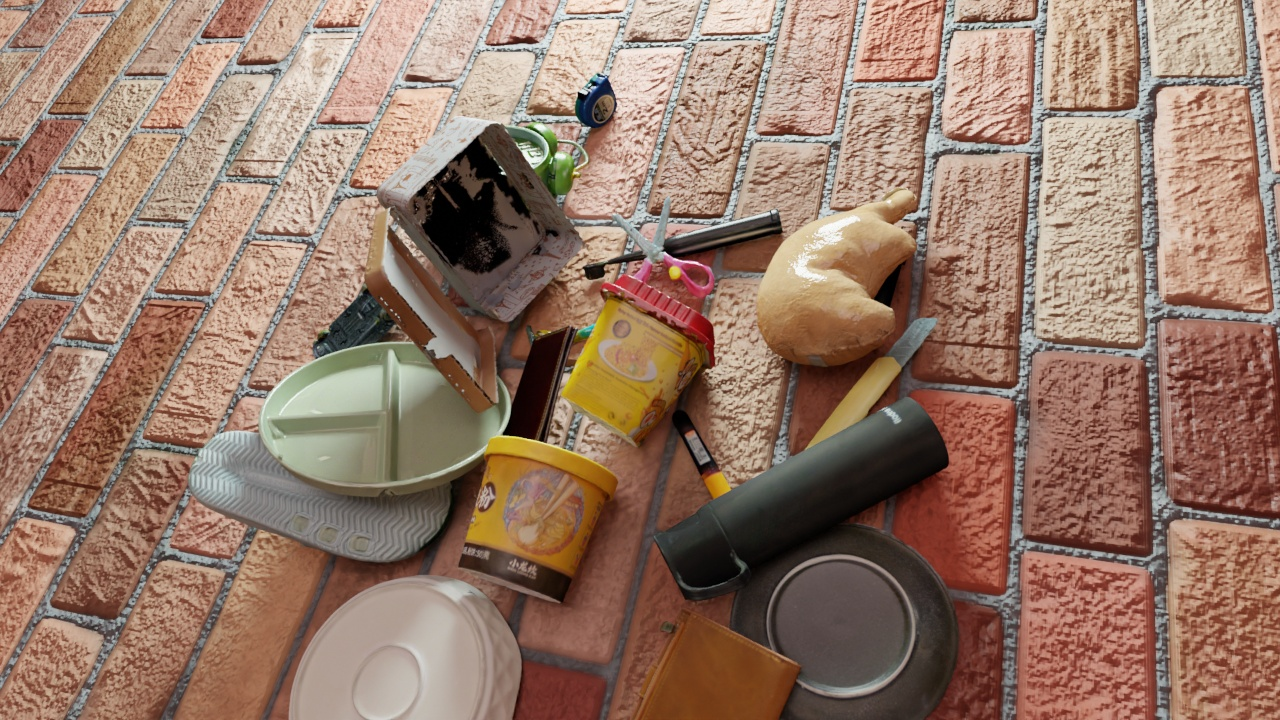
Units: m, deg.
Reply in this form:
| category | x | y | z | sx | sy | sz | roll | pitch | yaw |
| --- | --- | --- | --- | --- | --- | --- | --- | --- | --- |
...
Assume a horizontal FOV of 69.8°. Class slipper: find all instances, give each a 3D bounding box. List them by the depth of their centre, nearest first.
| category | x | y | z | sx | sy | sz | roll | pitch | yaw |
| --- | --- | --- | --- | --- | --- | --- | --- | --- | --- |
| slipper | -0.299 | 0.130 | 0.864 | 0.245 | 0.074 | 0.103 | 12 | 66 | 3 |

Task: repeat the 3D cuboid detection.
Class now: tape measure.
| category | x | y | z | sx | sy | sz | roll | pitch | yaw |
| --- | --- | --- | --- | --- | --- | --- | --- | --- | --- |
| tape measure | -0.054 | -0.304 | 1.082 | 0.025 | 0.058 | 0.054 | 37 | 78 | 31 |

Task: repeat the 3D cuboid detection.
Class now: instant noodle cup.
| category | x | y | z | sx | sy | sz | roll | pitch | yaw |
| --- | --- | --- | --- | --- | --- | --- | --- | --- | --- |
| instant noodle cup | -0.092 | 0.138 | 0.784 | 0.118 | 0.118 | 0.114 | 11 | 71 | 21 |
| instant noodle cup | -0.005 | 0.005 | 0.840 | 0.116 | 0.116 | 0.123 | 30 | 82 | 12 |

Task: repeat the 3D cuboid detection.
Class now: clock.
| category | x | y | z | sx | sy | sz | roll | pitch | yaw |
| --- | --- | --- | --- | --- | --- | --- | --- | --- | --- |
| clock | -0.137 | -0.218 | 1.037 | 0.161 | 0.056 | 0.116 | -17 | 50 | -19 |

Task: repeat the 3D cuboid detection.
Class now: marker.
| category | x | y | z | sx | sy | sz | roll | pitch | yaw |
| --- | --- | --- | --- | --- | --- | --- | --- | --- | --- |
| marker | 0.058 | 0.092 | 0.828 | 0.018 | 0.015 | 0.123 | -26 | 53 | -3 |
| marker | 0.235 | -0.069 | 0.877 | 0.022 | 0.020 | 0.131 | 20 | 64 | 8 |

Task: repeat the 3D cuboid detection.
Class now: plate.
| category | x | y | z | sx | sy | sz | roll | pitch | yaw |
| --- | --- | --- | --- | --- | --- | --- | --- | --- | --- |
| plate | 0.157 | 0.208 | 0.721 | 0.179 | 0.024 | 0.179 | -7 | 58 | 11 |
| plate | -0.203 | 0.274 | 0.767 | 0.205 | 0.045 | 0.204 | -7 | 58 | 11 |
| plate | -0.238 | 0.052 | 0.868 | 0.230 | 0.028 | 0.229 | 4 | 33 | -3 |

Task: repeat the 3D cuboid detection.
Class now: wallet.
| category | x | y | z | sx | sy | sz | roll | pitch | yaw |
| --- | --- | --- | --- | --- | --- | --- | --- | --- | --- |
| wallet | 0.042 | 0.266 | 0.701 | 0.119 | 0.035 | 0.130 | 21 | 78 | 31 |
| wallet | -0.096 | 0.030 | 0.860 | 0.096 | 0.020 | 0.122 | -13 | 59 | 60 |

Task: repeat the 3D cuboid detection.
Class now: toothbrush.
| category | x | y | z | sx | sy | sz | roll | pitch | yaw |
| --- | --- | --- | --- | --- | --- | --- | --- | --- | --- |
| toothbrush | 0.042 | -0.119 | 0.959 | 0.213 | 0.027 | 0.026 | -14 | 12 | 8 |

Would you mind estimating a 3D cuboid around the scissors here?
| category | x | y | z | sx | sy | sz | roll | pitch | yaw |
| --- | --- | --- | --- | --- | --- | --- | --- | --- | --- |
| scissors | 0.012 | -0.101 | 0.941 | 0.133 | 0.017 | 0.131 | 44 | 92 | 12 |

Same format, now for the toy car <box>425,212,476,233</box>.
| category | x | y | z | sx | sy | sz | roll | pitch | yaw |
| --- | --- | --- | --- | --- | --- | --- | --- | --- | --- |
| toy car | -0.189 | -0.160 | 1.043 | 0.106 | 0.031 | 0.049 | 6 | 56 | 5 |

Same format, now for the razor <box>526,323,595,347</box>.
| category | x | y | z | sx | sy | sz | roll | pitch | yaw |
| --- | --- | --- | --- | --- | --- | --- | --- | --- | --- |
| razor | -0.050 | -0.032 | 0.926 | 0.133 | 0.028 | 0.043 | -19 | 70 | 9 |

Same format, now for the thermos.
| category | x | y | z | sx | sy | sz | roll | pitch | yaw |
| --- | --- | --- | --- | --- | --- | --- | --- | --- | --- |
| thermos | 0.134 | 0.120 | 0.746 | 0.242 | 0.068 | 0.090 | -28 | 30 | -5 |

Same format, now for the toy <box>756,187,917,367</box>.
| category | x | y | z | sx | sy | sz | roll | pitch | yaw |
| --- | --- | --- | --- | --- | --- | --- | --- | --- | --- |
| toy | 0.189 | -0.092 | 0.868 | 0.144 | 0.082 | 0.225 | 7 | 56 | 30 |

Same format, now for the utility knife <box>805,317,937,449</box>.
| category | x | y | z | sx | sy | sz | roll | pitch | yaw |
| --- | --- | --- | --- | --- | --- | --- | --- | --- | --- |
| utility knife | 0.201 | 0.033 | 0.821 | 0.031 | 0.021 | 0.208 | 34 | 79 | 27 |

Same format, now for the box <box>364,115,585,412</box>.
| category | x | y | z | sx | sy | sz | roll | pitch | yaw |
| --- | --- | --- | --- | --- | --- | --- | --- | --- | --- |
| box | -0.174 | -0.099 | 0.894 | 0.133 | 0.179 | 0.270 | -8 | 45 | 31 |

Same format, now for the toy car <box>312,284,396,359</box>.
| category | x | y | z | sx | sy | sz | roll | pitch | yaw |
| --- | --- | --- | --- | --- | --- | --- | --- | --- | --- |
| toy car | -0.302 | -0.036 | 0.996 | 0.120 | 0.037 | 0.054 | -44 | 58 | -1 |
